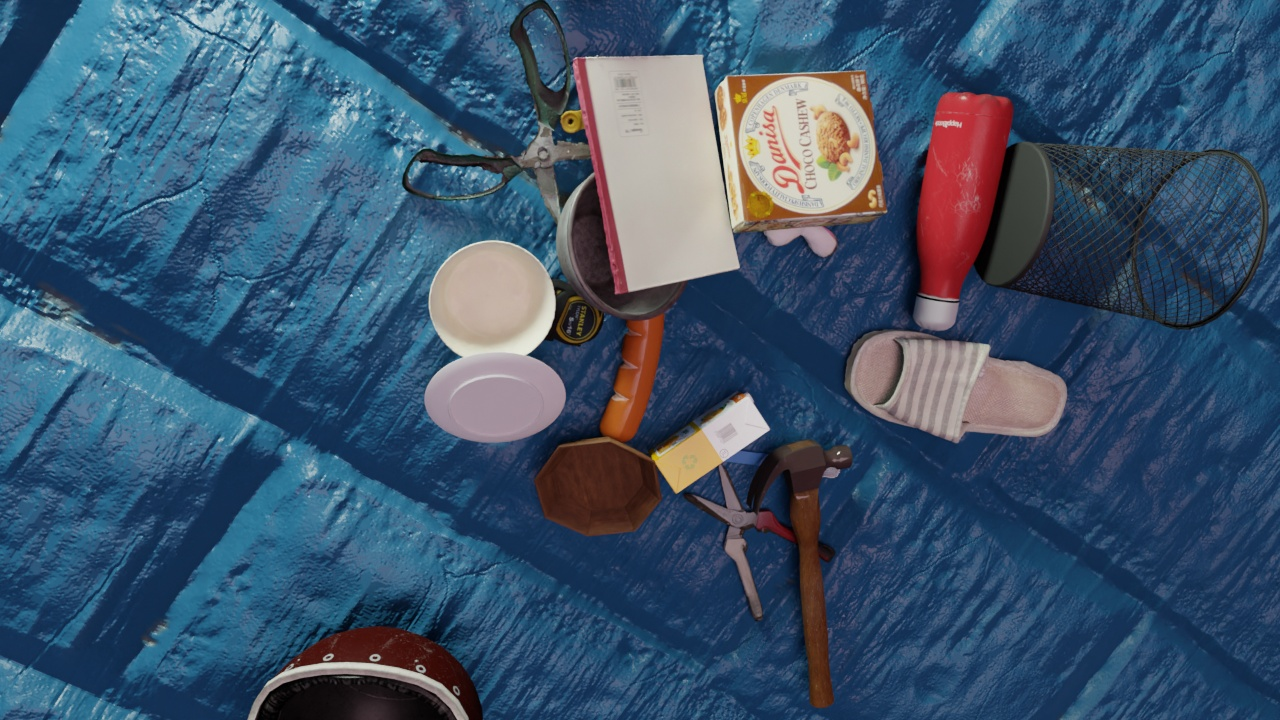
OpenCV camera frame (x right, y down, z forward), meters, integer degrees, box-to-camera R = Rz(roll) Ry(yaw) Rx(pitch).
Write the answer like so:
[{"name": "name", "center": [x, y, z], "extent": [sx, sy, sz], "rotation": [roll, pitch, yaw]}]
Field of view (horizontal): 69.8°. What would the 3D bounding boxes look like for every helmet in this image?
[{"name": "helmet", "center": [-0.266, 0.376, 0.853], "extent": [0.233, 0.252, 0.234], "rotation": [0, 130, 3]}]

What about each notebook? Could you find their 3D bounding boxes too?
[{"name": "notebook", "center": [0.019, -0.176, 0.848], "extent": [0.152, 0.012, 0.209], "rotation": [-15, 98, -36]}]

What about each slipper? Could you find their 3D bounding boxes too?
[{"name": "slipper", "center": [0.354, 0.032, 1.009], "extent": [0.272, 0.054, 0.114], "rotation": [13, 106, -16]}]

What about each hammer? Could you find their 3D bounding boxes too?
[{"name": "hammer", "center": [0.188, 0.243, 1.019], "extent": [0.115, 0.033, 0.323], "rotation": [-12, 107, -11]}]

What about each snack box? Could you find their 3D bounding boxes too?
[{"name": "snack box", "center": [0.153, -0.201, 0.883], "extent": [0.147, 0.041, 0.143], "rotation": [-6, 85, -10]}]

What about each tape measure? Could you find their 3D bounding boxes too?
[{"name": "tape measure", "center": [-0.067, -0.045, 0.903], "extent": [0.061, 0.034, 0.062], "rotation": [14, 102, -13]}]

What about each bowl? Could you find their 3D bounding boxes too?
[{"name": "bowl", "center": [-0.141, -0.059, 0.868], "extent": [0.115, 0.062, 0.115], "rotation": [-3, 105, -11]}, {"name": "bowl", "center": [-0.026, -0.108, 0.863], "extent": [0.144, 0.067, 0.145], "rotation": [1, 88, -38]}]

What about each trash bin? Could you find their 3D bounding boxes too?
[{"name": "trash bin", "center": [0.467, -0.134, 0.928], "extent": [0.210, 0.184, 0.184], "rotation": [6, 103, -8]}]

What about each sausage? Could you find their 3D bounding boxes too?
[{"name": "sausage", "center": [-0.005, 0.005, 0.927], "extent": [0.044, 0.039, 0.164], "rotation": [9, 102, -14]}]

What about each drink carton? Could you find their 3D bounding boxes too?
[{"name": "drink carton", "center": [0.072, 0.081, 0.950], "extent": [0.122, 0.058, 0.040], "rotation": [-34, 97, -2]}]

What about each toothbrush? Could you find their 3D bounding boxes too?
[{"name": "toothbrush", "center": [0.141, 0.110, 0.999], "extent": [0.166, 0.014, 0.016], "rotation": [8, 102, -14]}]

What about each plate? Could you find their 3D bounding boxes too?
[{"name": "plate", "center": [-0.042, 0.125, 0.938], "extent": [0.131, 0.025, 0.131], "rotation": [0, 124, 0]}, {"name": "plate", "center": [-0.139, 0.042, 0.884], "extent": [0.134, 0.011, 0.135], "rotation": [-5, 138, -5]}]

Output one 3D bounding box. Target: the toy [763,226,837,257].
[{"name": "toy", "center": [0.154, -0.152, 0.923], "extent": [0.122, 0.038, 0.079], "rotation": [16, 106, -17]}]

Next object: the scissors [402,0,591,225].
[{"name": "scissors", "center": [-0.129, -0.214, 0.844], "extent": [0.205, 0.015, 0.202], "rotation": [-12, 109, -3]}]

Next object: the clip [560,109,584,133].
[{"name": "clip", "center": [-0.048, -0.228, 0.864], "extent": [0.048, 0.046, 0.054], "rotation": [-23, 111, -32]}]

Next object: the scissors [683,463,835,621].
[{"name": "scissors", "center": [0.129, 0.207, 1.021], "extent": [0.198, 0.015, 0.179], "rotation": [9, 102, -14]}]

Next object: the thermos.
[{"name": "thermos", "center": [0.321, -0.149, 0.941], "extent": [0.073, 0.073, 0.240], "rotation": [4, 104, -13]}]
